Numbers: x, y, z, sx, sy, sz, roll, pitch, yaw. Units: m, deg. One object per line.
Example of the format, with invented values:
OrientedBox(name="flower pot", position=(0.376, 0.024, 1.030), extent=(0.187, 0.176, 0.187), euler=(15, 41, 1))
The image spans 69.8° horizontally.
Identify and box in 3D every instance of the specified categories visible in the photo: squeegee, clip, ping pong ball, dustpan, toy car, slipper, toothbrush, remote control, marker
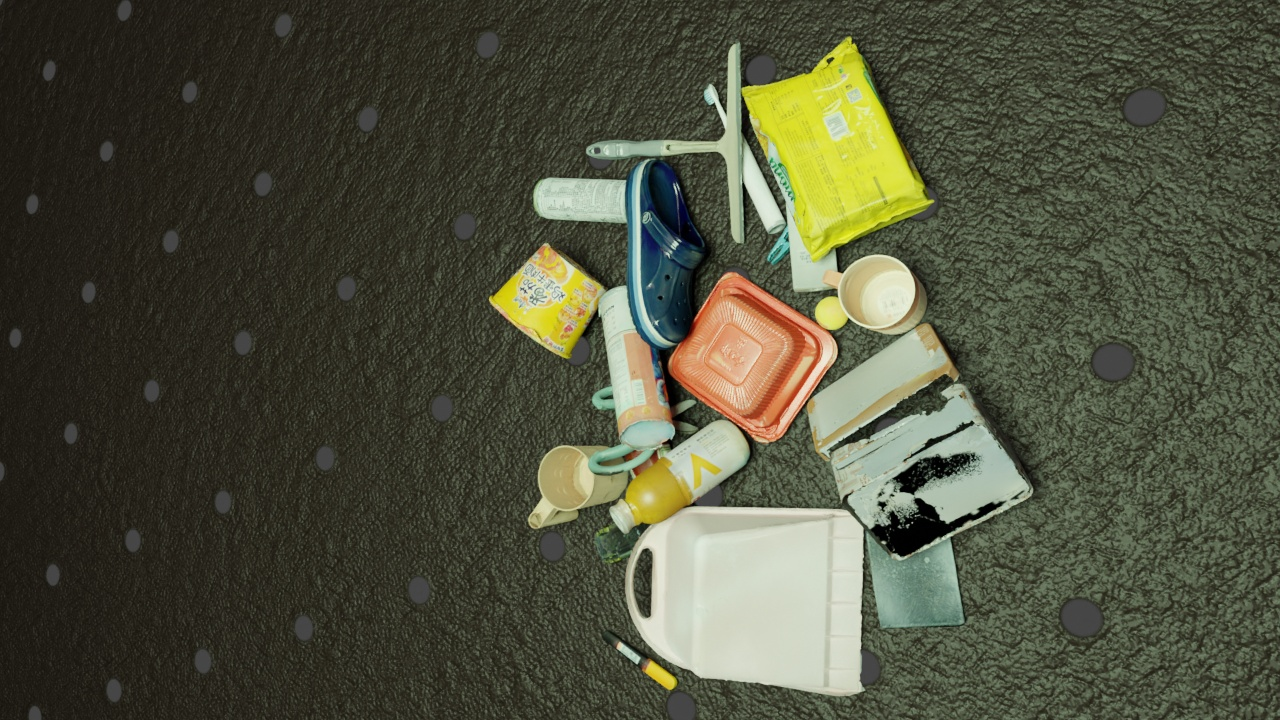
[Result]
OrientedBox(name="squeegee", position=(0.035, -0.285, 1.233), extent=(0.247, 0.039, 0.247), euler=(6, 107, 33))
OrientedBox(name="clip", position=(0.181, -0.146, 1.163), extent=(0.049, 0.015, 0.057), euler=(42, 103, 20))
OrientedBox(name="ping pong ball", position=(0.233, -0.058, 1.117), extent=(0.040, 0.040, 0.040), euler=(-2, 86, 26))
OrientedBox(name="dustpan", position=(0.127, 0.281, 1.131), extent=(0.273, 0.139, 0.222), euler=(4, 89, -12))
OrientedBox(name="toy car", position=(-0.016, 0.236, 1.228), extent=(0.105, 0.032, 0.048), euler=(-30, 74, 34))
OrientedBox(name="slipper", position=(0.041, -0.139, 1.168), extent=(0.095, 0.105, 0.252), euler=(-15, 73, 39))
OrientedBox(name="toothbrush", position=(0.132, -0.265, 1.188), extent=(0.026, 0.026, 0.221), euler=(-34, 73, 36))
OrientedBox(name="remote control", position=(0.211, -0.152, 1.134), extent=(0.056, 0.019, 0.135), euler=(-6, 77, 11))
OrientedBox(name="marker", position=(-0.002, 0.397, 1.220), extent=(0.124, 0.015, 0.018), euler=(28, 97, 28))

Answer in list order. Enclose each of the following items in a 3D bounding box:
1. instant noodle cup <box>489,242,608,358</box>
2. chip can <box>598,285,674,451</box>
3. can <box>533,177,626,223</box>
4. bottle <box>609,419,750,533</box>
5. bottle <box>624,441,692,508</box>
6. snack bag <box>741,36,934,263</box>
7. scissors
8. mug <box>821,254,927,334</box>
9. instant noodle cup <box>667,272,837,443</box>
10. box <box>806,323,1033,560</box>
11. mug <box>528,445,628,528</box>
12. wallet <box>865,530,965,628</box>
OrientedBox(name="instant noodle cup", position=(-0.118, -0.085, 1.249), extent=(0.138, 0.138, 0.110), euler=(41, 96, 23))
OrientedBox(name="chip can", position=(-0.007, 0.007, 1.169), extent=(0.071, 0.071, 0.214), euler=(-27, 50, 22))
OrientedBox(name="can", position=(-0.073, -0.222, 1.271), extent=(0.147, 0.058, 0.058), euler=(7, 90, 27))
OrientedBox(name="bottle", position=(0.048, 0.146, 1.134), extent=(0.189, 0.068, 0.068), euler=(-33, 69, -17))
OrientedBox(name="bottle", position=(0.043, 0.197, 1.186), extent=(0.060, 0.059, 0.206), euler=(-29, 78, 22))
OrientedBox(name="snack bag", position=(0.234, -0.255, 1.099), extent=(0.158, 0.068, 0.246), euler=(-23, 74, 11))
OrientedBox(name="scissors", position=(-0.016, 0.090, 1.183), extent=(0.170, 0.178, 0.019), euler=(15, 135, 33))
OrientedBox(name="mug", position=(0.269, -0.078, 1.064), extent=(0.115, 0.105, 0.082), euler=(21, 96, 26))
OrientedBox(name="instant noodle cup", position=(0.130, -0.004, 1.145), extent=(0.189, 0.079, 0.165), euler=(35, 102, 23))
OrientedBox(name="box", position=(0.305, 0.086, 1.050), extent=(0.183, 0.193, 0.157), euler=(-33, 116, 21))
OrientedBox(name="mug", position=(-0.085, 0.170, 1.225), extent=(0.084, 0.103, 0.125), euler=(40, 104, 23))
OrientedBox(name="wallet", position=(0.319, 0.250, 1.068), extent=(0.097, 0.019, 0.120), euler=(-10, 84, 25))
